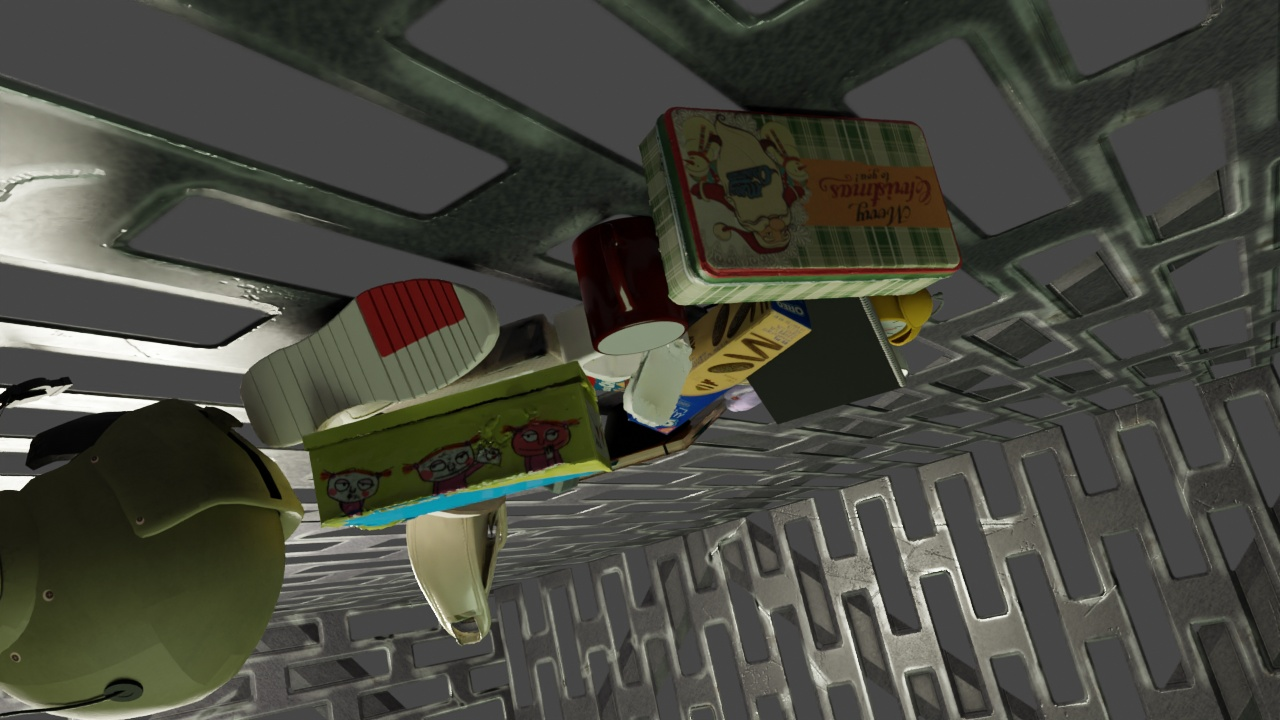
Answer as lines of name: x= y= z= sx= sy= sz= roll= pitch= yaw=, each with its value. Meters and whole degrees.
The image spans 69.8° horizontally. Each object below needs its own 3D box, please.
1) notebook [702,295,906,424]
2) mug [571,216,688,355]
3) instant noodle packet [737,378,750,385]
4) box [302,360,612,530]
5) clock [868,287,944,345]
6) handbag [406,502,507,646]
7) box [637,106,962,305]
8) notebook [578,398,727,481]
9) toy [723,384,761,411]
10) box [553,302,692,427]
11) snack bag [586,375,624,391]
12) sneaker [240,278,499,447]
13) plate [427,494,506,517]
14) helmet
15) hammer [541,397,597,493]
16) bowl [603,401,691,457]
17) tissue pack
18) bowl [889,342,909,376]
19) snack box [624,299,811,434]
notebook: x=0.174 y=-0.013 z=0.941 sx=0.149 sy=0.016 sz=0.207 roll=-19 pitch=137 yaw=20
mug: x=-0.011 y=-0.059 z=0.676 sx=0.073 sy=0.082 sz=0.106 roll=-15 pitch=164 yaw=6
instant noodle packet: x=0.163 y=0.012 z=1.061 sx=0.098 sy=0.039 sz=0.136 roll=6 pitch=175 yaw=-16
box: x=-0.141 y=0.074 z=0.738 sx=0.221 sy=0.082 sz=0.124 roll=-13 pitch=168 yaw=3
clock: x=0.246 y=-0.044 z=0.982 sx=0.152 sy=0.052 sz=0.113 roll=-10 pitch=164 yaw=3
handbag: x=-0.189 y=0.195 z=1.099 sx=0.132 sy=0.184 sz=0.228 roll=-13 pitch=-158 yaw=7
box: x=0.104 y=-0.098 z=0.581 sx=0.205 sy=0.117 sz=0.050 roll=-2 pitch=166 yaw=-27
notebook: x=0.021 y=0.101 z=1.198 sx=0.179 sy=0.014 sz=0.248 roll=-19 pitch=-176 yaw=21
toy: x=0.146 y=0.040 z=1.210 sx=0.080 sy=0.036 sz=0.099 roll=-20 pitch=162 yaw=8
box: x=-0.004 y=0.010 z=0.833 sx=0.103 sy=0.130 sz=0.110 roll=-19 pitch=165 yaw=23
snack bag: x=-0.002 y=0.008 z=0.982 sx=0.144 sy=0.039 sz=0.131 roll=1 pitch=160 yaw=-15
sneaker: x=-0.201 y=-0.001 z=0.743 sx=0.237 sy=0.090 sz=0.104 roll=-25 pitch=177 yaw=22
plate: x=-0.237 y=0.123 z=0.985 sx=0.188 sy=0.189 sz=0.027 roll=9 pitch=110 yaw=-52
helmet: x=-0.388 y=0.139 z=0.703 sx=0.233 sy=0.255 sz=0.250 roll=-11 pitch=165 yaw=5
hammer: x=-0.160 y=0.104 z=0.941 sx=0.051 sy=0.117 sz=0.322 roll=23 pitch=-161 yaw=29
bowl: x=-0.003 y=0.075 z=1.156 sx=0.124 sy=0.052 sz=0.124 roll=-21 pitch=-177 yaw=1
tissue pack: x=-0.152 y=0.020 z=0.869 sx=0.181 sy=0.071 sz=0.104 roll=-20 pitch=162 yaw=9
bowl: x=0.259 y=0.000 z=1.108 sx=0.116 sy=0.065 sz=0.116 roll=-12 pitch=164 yaw=-4
snack box: x=0.068 y=-0.002 z=0.886 sx=0.056 sy=0.057 sz=0.207 roll=23 pitch=134 yaw=-34
